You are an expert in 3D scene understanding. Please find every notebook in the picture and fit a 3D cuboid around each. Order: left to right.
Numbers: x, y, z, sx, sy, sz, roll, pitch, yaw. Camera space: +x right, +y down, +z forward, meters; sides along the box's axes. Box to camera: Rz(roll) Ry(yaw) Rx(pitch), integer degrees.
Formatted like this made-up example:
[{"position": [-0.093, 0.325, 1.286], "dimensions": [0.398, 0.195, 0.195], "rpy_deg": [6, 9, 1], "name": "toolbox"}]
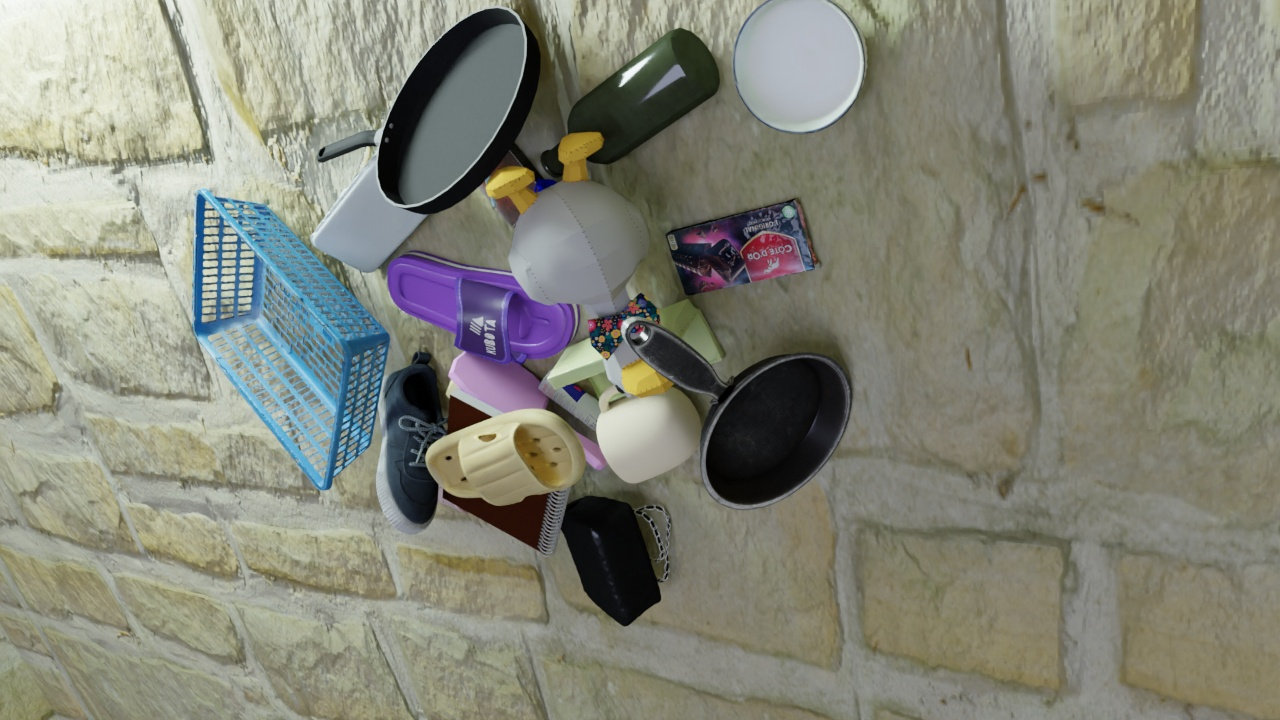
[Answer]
[{"position": [-0.169, 0.146, 1.151], "dimensions": [0.171, 0.022, 0.210], "rpy_deg": [26, 135, 11], "name": "notebook"}]

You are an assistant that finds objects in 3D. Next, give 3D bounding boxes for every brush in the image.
[{"position": [-0.138, 0.069, 1.141], "dimensions": [0.229, 0.089, 0.043], "rpy_deg": [36, 132, 8], "name": "brush"}]

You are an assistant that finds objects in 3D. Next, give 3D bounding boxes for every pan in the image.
[{"position": [-0.236, -0.247, 0.969], "dimensions": [0.357, 0.225, 0.034], "rpy_deg": [-4, 157, 41], "name": "pan"}, {"position": [0.087, 0.037, 0.889], "dimensions": [0.187, 0.356, 0.055], "rpy_deg": [-51, 42, 5], "name": "pan"}]

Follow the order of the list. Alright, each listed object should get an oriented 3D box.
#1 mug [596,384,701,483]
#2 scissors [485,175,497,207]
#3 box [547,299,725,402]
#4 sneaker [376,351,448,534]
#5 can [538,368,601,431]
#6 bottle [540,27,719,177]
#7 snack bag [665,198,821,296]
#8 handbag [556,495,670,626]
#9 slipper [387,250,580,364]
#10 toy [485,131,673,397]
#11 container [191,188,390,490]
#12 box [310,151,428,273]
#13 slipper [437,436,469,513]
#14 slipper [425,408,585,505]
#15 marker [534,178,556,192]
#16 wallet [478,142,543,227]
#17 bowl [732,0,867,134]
[{"position": [0.011, 0.071, 1.051], "dimensions": [0.100, 0.096, 0.120], "rpy_deg": [-26, 108, 26], "name": "mug"}, {"position": [-0.182, -0.255, 1.003], "dimensions": [0.160, 0.024, 0.172], "rpy_deg": [42, 106, 9], "name": "scissors"}, {"position": [-0.011, 0.000, 1.037], "dimensions": [0.188, 0.083, 0.091], "rpy_deg": [-23, 98, 36], "name": "box"}, {"position": [-0.292, 0.107, 1.206], "dimensions": [0.088, 0.089, 0.235], "rpy_deg": [-25, 67, 37], "name": "sneaker"}, {"position": [-0.080, 0.050, 1.132], "dimensions": [0.095, 0.032, 0.032], "rpy_deg": [36, 128, 8], "name": "can"}, {"position": [-0.020, -0.243, 0.910], "dimensions": [0.207, 0.071, 0.071], "rpy_deg": [-26, 102, 37], "name": "bottle"}, {"position": [0.102, -0.115, 0.948], "dimensions": [0.155, 0.018, 0.074], "rpy_deg": [-10, 110, 32], "name": "snack bag"}, {"position": [-0.032, 0.243, 1.198], "dimensions": [0.125, 0.114, 0.154], "rpy_deg": [11, 128, 52], "name": "handbag"}, {"position": [-0.210, -0.057, 1.114], "dimensions": [0.267, 0.083, 0.107], "rpy_deg": [18, 124, 20], "name": "slipper"}, {"position": [-0.049, -0.088, 0.922], "dimensions": [0.141, 0.246, 0.268], "rpy_deg": [-28, 117, -7], "name": "toy"}, {"position": [-0.465, -0.037, 1.216], "dimensions": [0.362, 0.089, 0.258], "rpy_deg": [42, 131, 24], "name": "container"}, {"position": [-0.322, -0.176, 1.115], "dimensions": [0.122, 0.083, 0.216], "rpy_deg": [50, 128, 0], "name": "box"}, {"position": [-0.240, 0.161, 1.267], "dimensions": [0.240, 0.064, 0.094], "rpy_deg": [-1, 115, 28], "name": "slipper"}, {"position": [-0.172, 0.130, 1.070], "dimensions": [0.262, 0.079, 0.111], "rpy_deg": [-15, 119, 41], "name": "slipper"}, {"position": [-0.117, -0.145, 1.036], "dimensions": [0.027, 0.023, 0.133], "rpy_deg": [17, 136, -6], "name": "marker"}, {"position": [-0.161, -0.217, 1.037], "dimensions": [0.072, 0.019, 0.123], "rpy_deg": [-35, 96, 38], "name": "wallet"}, {"position": [0.146, -0.265, 0.808], "dimensions": [0.118, 0.062, 0.118], "rpy_deg": [14, 123, 23], "name": "bowl"}]
